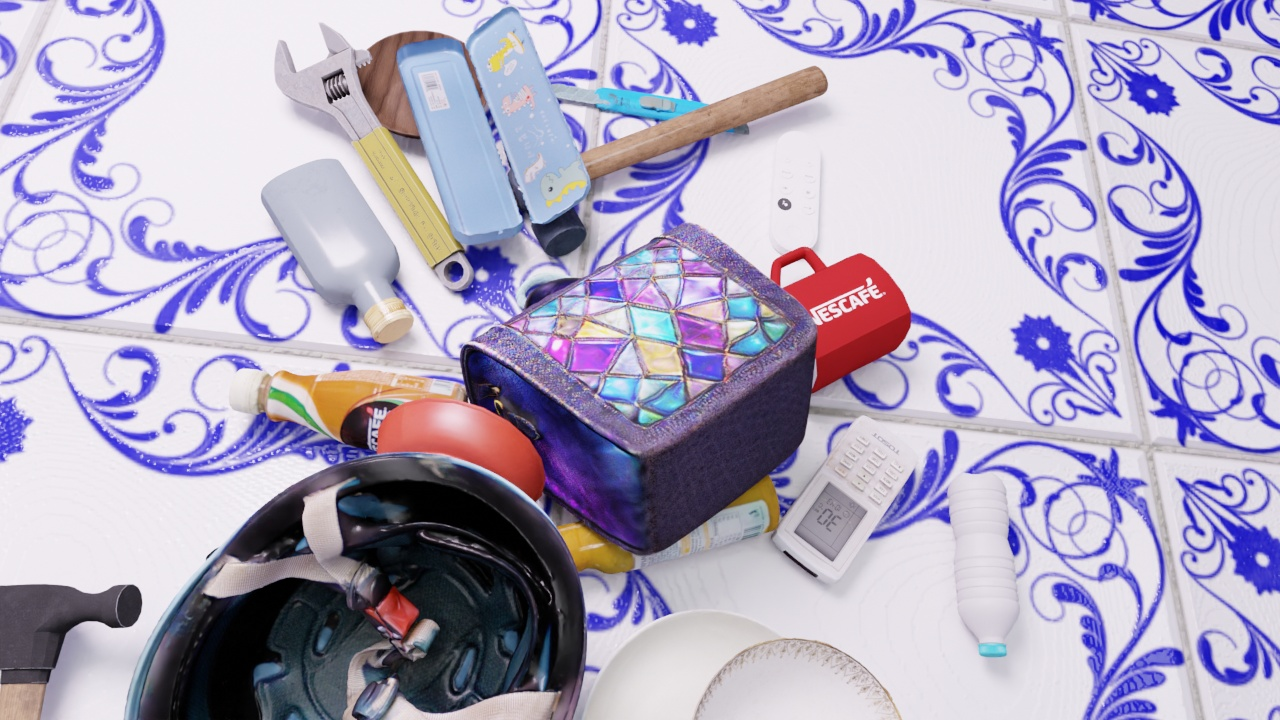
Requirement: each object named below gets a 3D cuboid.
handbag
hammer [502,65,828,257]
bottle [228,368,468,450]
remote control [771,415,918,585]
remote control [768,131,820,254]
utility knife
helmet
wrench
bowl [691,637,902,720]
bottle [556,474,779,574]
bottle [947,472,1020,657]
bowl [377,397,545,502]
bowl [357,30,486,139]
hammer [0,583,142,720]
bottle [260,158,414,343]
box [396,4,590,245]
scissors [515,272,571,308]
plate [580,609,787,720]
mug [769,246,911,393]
[{"bbox_3d":[-0.004,0.004,0.669,0.204,0.126,0.222,-32,51,-27],"label":"handbag"},{"bbox_3d":[0.031,-0.206,0.830,0.321,0.040,0.129,-24,69,-15],"label":"hammer"},{"bbox_3d":[-0.214,0.034,0.677,0.167,0.059,0.059,9,64,-4],"label":"bottle"},{"bbox_3d":[0.161,0.107,0.718,0.060,0.025,0.138,38,65,9],"label":"remote control"},{"bbox_3d":[0.143,-0.155,0.846,0.043,0.013,0.136,9,64,-4],"label":"remote control"},{"bbox_3d":[0.007,-0.239,0.865,0.198,0.015,0.031,7,61,-4],"label":"utility knife"},{"bbox_3d":[-0.157,0.188,0.552,0.265,0.167,0.225,-40,83,-14],"label":"helmet"},{"bbox_3d":[-0.221,-0.171,0.772,0.084,0.018,0.273,-34,83,10],"label":"wrench"},{"bbox_3d":[0.092,0.254,0.578,0.145,0.063,0.145,4,65,-8],"label":"bowl"},{"bbox_3d":[0.007,0.122,0.674,0.186,0.053,0.053,-13,68,-13],"label":"bottle"},{"bbox_3d":[0.262,0.155,0.701,0.044,0.044,0.136,7,64,-6],"label":"bottle"},{"bbox_3d":[-0.129,0.082,0.631,0.122,0.122,0.035,17,42,-1],"label":"bowl"},{"bbox_3d":[-0.195,-0.240,0.824,0.119,0.032,0.119,3,65,-7],"label":"bowl"},{"bbox_3d":[-0.383,0.288,0.536,0.132,0.040,0.305,-3,70,4],"label":"hammer"},{"bbox_3d":[-0.236,-0.086,0.737,0.072,0.046,0.161,-30,73,-20],"label":"bottle"},{"bbox_3d":[-0.125,-0.199,0.777,0.126,0.039,0.209,-21,70,-1],"label":"box"},{"bbox_3d":[-0.018,-0.054,0.776,0.174,0.033,0.065,-12,64,-11],"label":"scissors"},{"bbox_3d":[0.047,0.264,0.622,0.182,0.034,0.182,3,65,-7],"label":"plate"},{"bbox_3d":[0.146,-0.042,0.758,0.096,0.081,0.116,-25,65,-19],"label":"mug"}]
